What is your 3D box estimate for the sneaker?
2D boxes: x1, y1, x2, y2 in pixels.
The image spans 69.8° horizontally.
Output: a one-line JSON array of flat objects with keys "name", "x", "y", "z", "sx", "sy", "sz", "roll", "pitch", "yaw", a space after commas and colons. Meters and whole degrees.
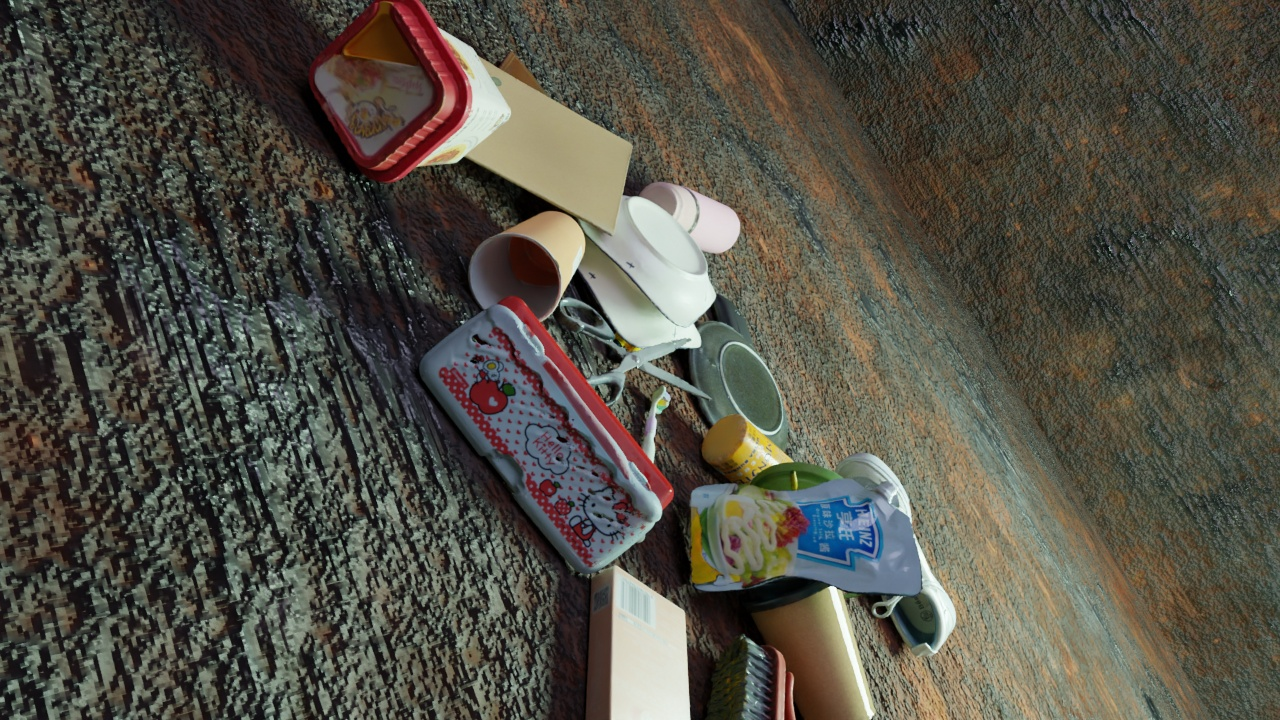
[{"name": "sneaker", "x": 0.282, "y": 0.227, "z": 1.055, "sx": 0.090, "sy": 0.090, "sz": 0.242, "roll": -27, "pitch": 90, "yaw": -59}]

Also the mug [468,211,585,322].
[{"name": "mug", "x": -0.089, "y": -0.086, "z": 0.785, "sx": 0.078, "sy": 0.078, "sz": 0.122, "roll": 51, "pitch": 23, "yaw": -11}]

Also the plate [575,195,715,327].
[{"name": "plate", "x": 0.018, "y": -0.116, "z": 0.939, "sx": 0.163, "sy": 0.034, "sz": 0.164, "roll": 46, "pitch": 26, "yaw": -2}]

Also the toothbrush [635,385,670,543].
[{"name": "toothbrush", "x": 0.008, "y": 0.089, "z": 0.813, "sx": 0.020, "sy": 0.029, "sz": 0.189, "roll": 9, "pitch": 37, "yaw": 2}]

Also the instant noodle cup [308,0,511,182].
[{"name": "instant noodle cup", "x": -0.176, "y": -0.212, "z": 0.734, "sx": 0.116, "sy": 0.116, "sz": 0.124, "roll": 58, "pitch": 21, "yaw": 3}]

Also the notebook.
[{"name": "notebook", "x": -0.106, "y": -0.214, "z": 0.881, "sx": 0.207, "sy": 0.008, "sz": 0.147, "roll": 26, "pitch": 45, "yaw": -18}]

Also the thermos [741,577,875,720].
[{"name": "thermos", "x": 0.150, "y": 0.249, "z": 0.808, "sx": 0.092, "sy": 0.093, "sz": 0.143, "roll": -7, "pitch": 75, "yaw": -61}]

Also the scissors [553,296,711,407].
[{"name": "scissors", "x": -0.008, "y": 0.001, "z": 0.840, "sx": 0.181, "sy": 0.014, "sz": 0.159, "roll": 36, "pitch": 44, "yaw": -12}]

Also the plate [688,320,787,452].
[{"name": "plate", "x": 0.118, "y": 0.034, "z": 1.025, "sx": 0.179, "sy": 0.024, "sz": 0.179, "roll": 31, "pitch": 45, "yaw": -37}]

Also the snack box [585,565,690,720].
[{"name": "snack box", "x": 0.000, "y": 0.228, "z": 0.636, "sx": 0.084, "sy": 0.026, "sz": 0.157, "roll": 40, "pitch": 31, "yaw": -30}]

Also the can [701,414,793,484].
[{"name": "can", "x": 0.128, "y": 0.116, "z": 0.939, "sx": 0.146, "sy": 0.058, "sz": 0.058, "roll": 41, "pitch": 31, "yaw": -29}]

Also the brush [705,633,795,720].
[{"name": "brush", "x": 0.088, "y": 0.275, "z": 0.694, "sx": 0.069, "sy": 0.063, "sz": 0.145, "roll": 38, "pitch": 28, "yaw": -10}]

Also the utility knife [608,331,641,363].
[{"name": "utility knife", "x": 0.008, "y": -0.044, "z": 0.961, "sx": 0.033, "sy": 0.015, "sz": 0.222, "roll": 54, "pitch": 26, "yaw": -9}]

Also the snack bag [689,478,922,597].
[{"name": "snack bag", "x": 0.138, "y": 0.150, "z": 0.787, "sx": 0.110, "sy": 0.191, "sz": 0.039, "roll": -87, "pitch": 173, "yaw": -48}]

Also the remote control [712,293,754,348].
[{"name": "remote control", "x": 0.117, "y": -0.031, "z": 1.120, "sx": 0.053, "sy": 0.024, "sz": 0.136, "roll": 29, "pitch": 38, "yaw": -41}]

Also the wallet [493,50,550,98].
[{"name": "wallet", "x": -0.124, "y": -0.260, "z": 0.963, "sx": 0.101, "sy": 0.032, "sz": 0.124, "roll": 47, "pitch": 29, "yaw": -24}]

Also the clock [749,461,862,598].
[{"name": "clock", "x": 0.163, "y": 0.170, "z": 0.880, "sx": 0.161, "sy": 0.116, "sz": 0.056, "roll": 46, "pitch": 40, "yaw": -13}]

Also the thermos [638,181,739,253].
[{"name": "thermos", "x": 0.049, "y": -0.172, "z": 1.115, "sx": 0.198, "sy": 0.087, "sz": 0.067, "roll": -3, "pitch": 96, "yaw": -64}]

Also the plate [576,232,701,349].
[{"name": "plate", "x": -0.001, "y": -0.084, "z": 0.945, "sx": 0.164, "sy": 0.034, "sz": 0.163, "roll": -2, "pitch": 54, "yaw": -58}]

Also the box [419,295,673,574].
[{"name": "box", "x": -0.073, "y": 0.057, "z": 0.675, "sx": 0.100, "sy": 0.096, "sz": 0.201, "roll": -41, "pitch": 97, "yaw": -24}]
